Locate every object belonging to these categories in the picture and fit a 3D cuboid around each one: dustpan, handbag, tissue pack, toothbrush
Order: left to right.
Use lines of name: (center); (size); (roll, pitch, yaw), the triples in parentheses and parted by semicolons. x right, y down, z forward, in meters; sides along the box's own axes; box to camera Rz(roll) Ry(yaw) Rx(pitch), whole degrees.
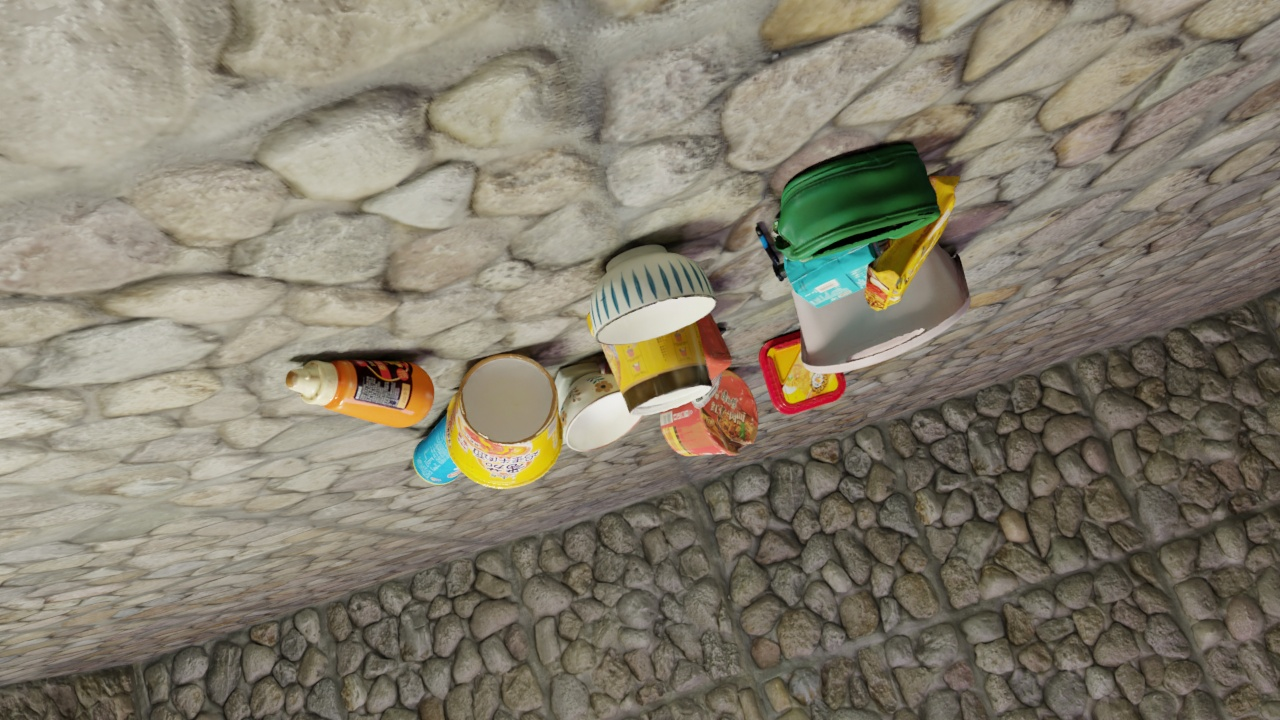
toothbrush: (0.138, -0.110, 0.951); (0.016, 0.014, 0.189); (-22, 165, 11)
tissue pack: (0.214, -0.102, 0.998); (0.093, 0.050, 0.133); (-25, 166, 18)
handbag: (0.189, -0.135, 0.821); (0.131, 0.068, 0.120); (-16, 174, -12)
dustpan: (0.295, -0.049, 1.127); (0.223, 0.138, 0.273); (-24, 165, 21)

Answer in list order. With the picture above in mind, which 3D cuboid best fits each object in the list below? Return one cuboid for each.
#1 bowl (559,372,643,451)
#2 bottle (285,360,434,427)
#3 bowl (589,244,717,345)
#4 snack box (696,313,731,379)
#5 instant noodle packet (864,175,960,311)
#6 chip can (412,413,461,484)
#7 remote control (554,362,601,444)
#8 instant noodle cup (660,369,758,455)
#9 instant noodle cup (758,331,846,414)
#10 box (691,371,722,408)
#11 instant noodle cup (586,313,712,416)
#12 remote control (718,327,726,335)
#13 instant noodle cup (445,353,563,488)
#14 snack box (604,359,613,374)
bowl: (-0.055, 0.056, 1.149); (0.113, 0.062, 0.114); (-23, 146, -17)
bottle: (-0.270, 0.027, 0.879); (0.067, 0.066, 0.149); (-26, 157, 31)
bowl: (0.006, -0.065, 0.844); (0.116, 0.066, 0.116); (-16, 167, -4)
snack box: (0.056, -0.011, 1.081); (0.080, 0.091, 0.081); (-34, 160, 29)
instant noodle packet: (0.269, -0.118, 0.914); (0.128, 0.044, 0.111); (-57, 169, -4)
chip can: (-0.234, 0.101, 1.187); (0.071, 0.071, 0.211); (-10, 164, -32)
remote control: (-0.096, 0.060, 1.199); (0.058, 0.021, 0.150); (-12, 143, -32)
instant noodle cup: (0.105, 0.090, 1.479); (0.137, 0.138, 0.109); (-5, 170, -44)
instant noodle cup: (0.238, 0.018, 1.404); (0.116, 0.116, 0.124); (-17, 178, -4)
box: (0.091, 0.031, 1.309); (0.075, 0.082, 0.163); (-25, 164, 0)
instant noodle cup: (0.016, -0.010, 0.975); (0.118, 0.114, 0.118); (-18, 167, -5)
remote control: (0.058, 0.000, 1.205); (0.137, 0.024, 0.053); (-46, 170, 18)
instant noodle cup: (-0.151, 0.063, 1.033); (0.138, 0.138, 0.110); (-14, 158, -16)
snack box: (-0.007, 0.007, 1.202); (0.075, 0.025, 0.153); (-15, 166, -9)
